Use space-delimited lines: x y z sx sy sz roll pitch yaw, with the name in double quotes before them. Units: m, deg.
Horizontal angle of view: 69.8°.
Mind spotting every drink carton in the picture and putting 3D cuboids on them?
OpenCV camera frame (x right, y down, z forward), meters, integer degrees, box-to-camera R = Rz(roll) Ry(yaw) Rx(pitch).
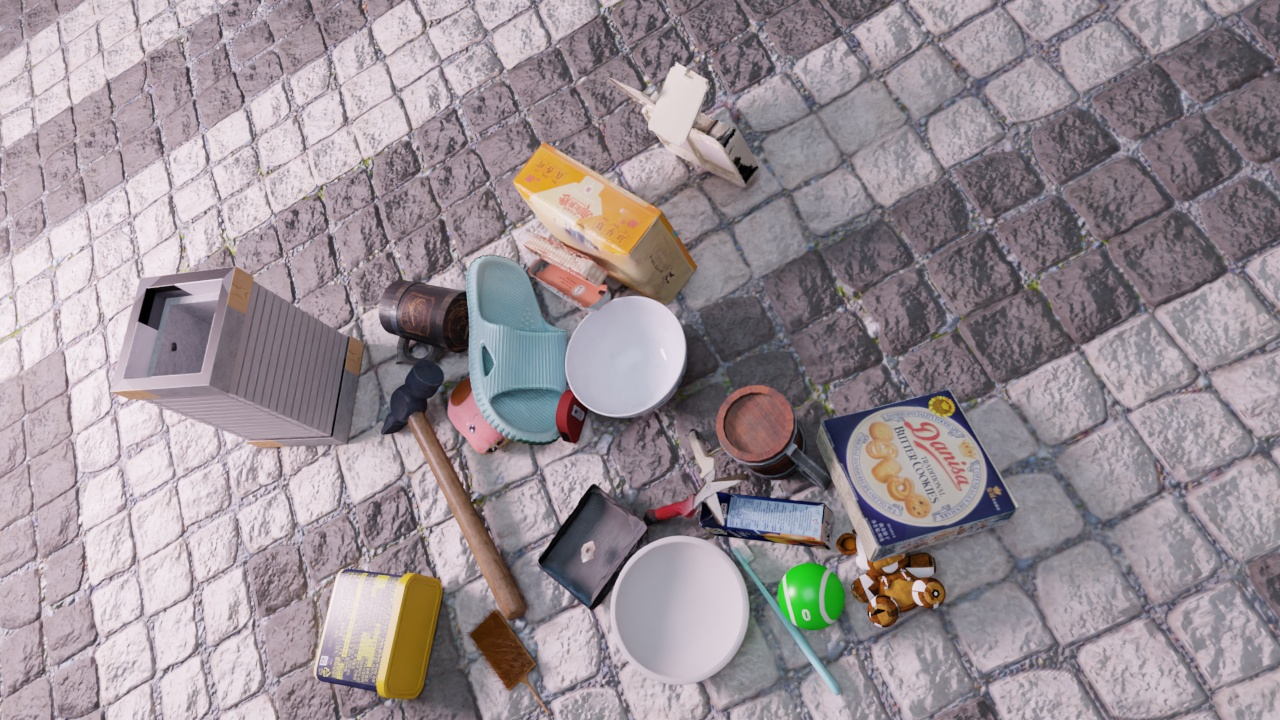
"drink carton" 0.130 0.166 0.955 0.130 0.064 0.040 3 71 23

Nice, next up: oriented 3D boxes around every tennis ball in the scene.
"tennis ball" 0.170 0.235 0.913 0.065 0.065 0.065 -7 68 18

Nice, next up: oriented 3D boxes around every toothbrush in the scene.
"toothbrush" 0.149 0.262 0.939 0.016 0.016 0.180 -33 62 -4

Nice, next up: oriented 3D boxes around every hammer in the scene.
"hammer" -0.219 0.163 1.091 0.130 0.040 0.321 -49 63 35

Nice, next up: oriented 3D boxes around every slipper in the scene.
"slipper" -0.152 -0.027 1.112 0.115 0.070 0.275 1 58 -26

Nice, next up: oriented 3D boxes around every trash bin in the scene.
"trash bin" -0.488 0.006 1.145 0.143 0.247 0.142 -4 69 19

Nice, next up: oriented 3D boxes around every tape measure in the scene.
"tape measure" -0.081 0.065 1.080 0.019 0.051 0.059 9 73 23

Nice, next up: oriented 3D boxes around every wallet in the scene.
"wallet" -0.053 0.208 1.029 0.089 0.026 0.115 34 85 28

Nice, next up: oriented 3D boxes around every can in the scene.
"can" -0.302 0.312 1.058 0.104 0.075 0.135 1 70 23

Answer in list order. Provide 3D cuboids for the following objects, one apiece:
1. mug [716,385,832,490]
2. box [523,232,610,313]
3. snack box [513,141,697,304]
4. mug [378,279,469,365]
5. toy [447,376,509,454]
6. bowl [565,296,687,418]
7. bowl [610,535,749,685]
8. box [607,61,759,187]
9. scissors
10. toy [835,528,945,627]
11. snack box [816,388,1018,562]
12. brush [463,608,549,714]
"mug" 0.144 0.090 0.952 0.117 0.111 0.081 36 85 28
"box" -0.096 -0.110 1.113 0.187 0.056 0.067 30 105 55
"snack box" -0.046 -0.157 1.099 0.195 0.145 0.080 35 85 28
"mug" -0.274 -0.042 1.188 0.107 0.079 0.116 13 102 26
"toy" -0.189 0.064 1.122 0.090 0.051 0.110 -37 61 7
"bowl" -0.006 0.006 1.062 0.144 0.074 0.143 -7 68 18
"bowl" 0.045 0.262 0.963 0.150 0.043 0.149 -7 68 18
"box" 0.046 -0.272 1.087 0.143 0.180 0.080 34 85 35
"scissors" 0.058 0.128 0.968 0.199 0.015 0.178 -45 21 41
"toy" 0.241 0.196 0.903 0.087 0.067 0.112 -24 76 6
"snack box" 0.267 0.110 0.902 0.145 0.043 0.144 -15 55 -6
"brush" -0.144 0.337 1.020 0.048 0.017 0.126 -45 62 0
